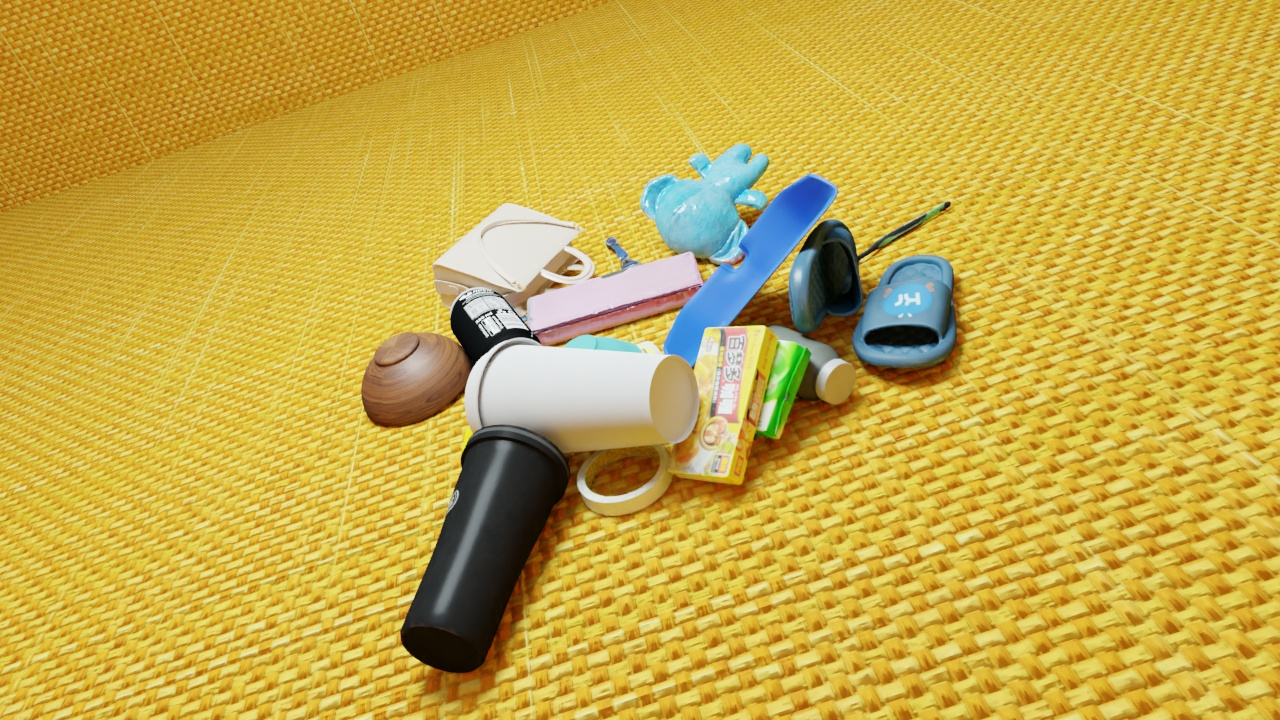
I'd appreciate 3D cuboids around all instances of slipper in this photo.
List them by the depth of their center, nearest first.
[{"bbox_3d":[0.279,-0.059,0.966,0.104,0.059,0.213,-5,33,26],"label":"slipper"},{"bbox_3d":[0.205,-0.092,0.978,0.059,0.104,0.213,0,18,26],"label":"slipper"}]

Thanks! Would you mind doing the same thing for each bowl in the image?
[{"bbox_3d":[-0.061,0.006,1.035,0.121,0.046,0.121,-24,34,17],"label":"bowl"},{"bbox_3d":[-0.291,0.007,1.147,0.147,0.069,0.147,-15,36,11],"label":"bowl"}]

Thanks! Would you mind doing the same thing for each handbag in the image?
[{"bbox_3d":[-0.158,-0.133,1.293,0.198,0.101,0.194,15,44,25],"label":"handbag"}]

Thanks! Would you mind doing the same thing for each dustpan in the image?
[{"bbox_3d":[0.123,-0.105,1.061,0.246,0.059,0.257,-50,-4,10],"label":"dustpan"}]

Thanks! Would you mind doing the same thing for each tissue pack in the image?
[{"bbox_3d":[0.108,0.025,0.902,0.114,0.034,0.099,11,77,48],"label":"tissue pack"}]

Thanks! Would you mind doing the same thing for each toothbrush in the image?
[{"bbox_3d":[0.313,-0.155,1.135,0.187,0.014,0.017,-30,26,-17],"label":"toothbrush"}]

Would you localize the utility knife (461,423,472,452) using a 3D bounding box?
[{"bbox_3d":[-0.184,0.057,1.073,0.029,0.020,0.197,5,31,-5],"label":"utility knife"}]

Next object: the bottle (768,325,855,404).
[{"bbox_3d":[0.163,0.006,0.927,0.060,0.060,0.108,-33,34,-21],"label":"bottle"}]

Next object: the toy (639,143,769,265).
[{"bbox_3d":[0.100,-0.215,1.255,0.180,0.115,0.183,-46,61,-8],"label":"toy"}]

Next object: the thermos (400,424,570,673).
[{"bbox_3d":[-0.139,0.163,0.821,0.106,0.106,0.218,-6,40,21],"label":"thermos"}]

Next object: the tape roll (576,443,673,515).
[{"bbox_3d":[-0.015,0.112,0.899,0.094,0.019,0.093,-14,32,9],"label":"tape roll"}]

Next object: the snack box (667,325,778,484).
[{"bbox_3d":[0.079,0.040,0.875,0.075,0.025,0.152,0,67,44],"label":"snack box"}]

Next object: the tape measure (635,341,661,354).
[{"bbox_3d":[-0.006,0.006,1.057,0.065,0.017,0.064,-23,32,-6],"label":"tape measure"}]

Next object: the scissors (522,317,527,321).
[{"bbox_3d":[-0.212,-0.027,1.221,0.125,0.016,0.124,9,46,37],"label":"scissors"}]

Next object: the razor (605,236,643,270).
[{"bbox_3d":[-0.028,-0.149,1.303,0.044,0.018,0.141,-24,32,-6],"label":"razor"}]

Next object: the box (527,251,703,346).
[{"bbox_3d":[-0.034,-0.080,1.180,0.233,0.041,0.098,-15,31,6],"label":"box"}]

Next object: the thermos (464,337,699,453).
[{"bbox_3d":[-0.057,0.039,0.907,0.222,0.131,0.131,-3,35,37],"label":"thermos"}]

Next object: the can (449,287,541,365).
[{"bbox_3d":[-0.181,-0.030,1.135,0.080,0.080,0.146,-28,37,-13],"label":"can"}]
